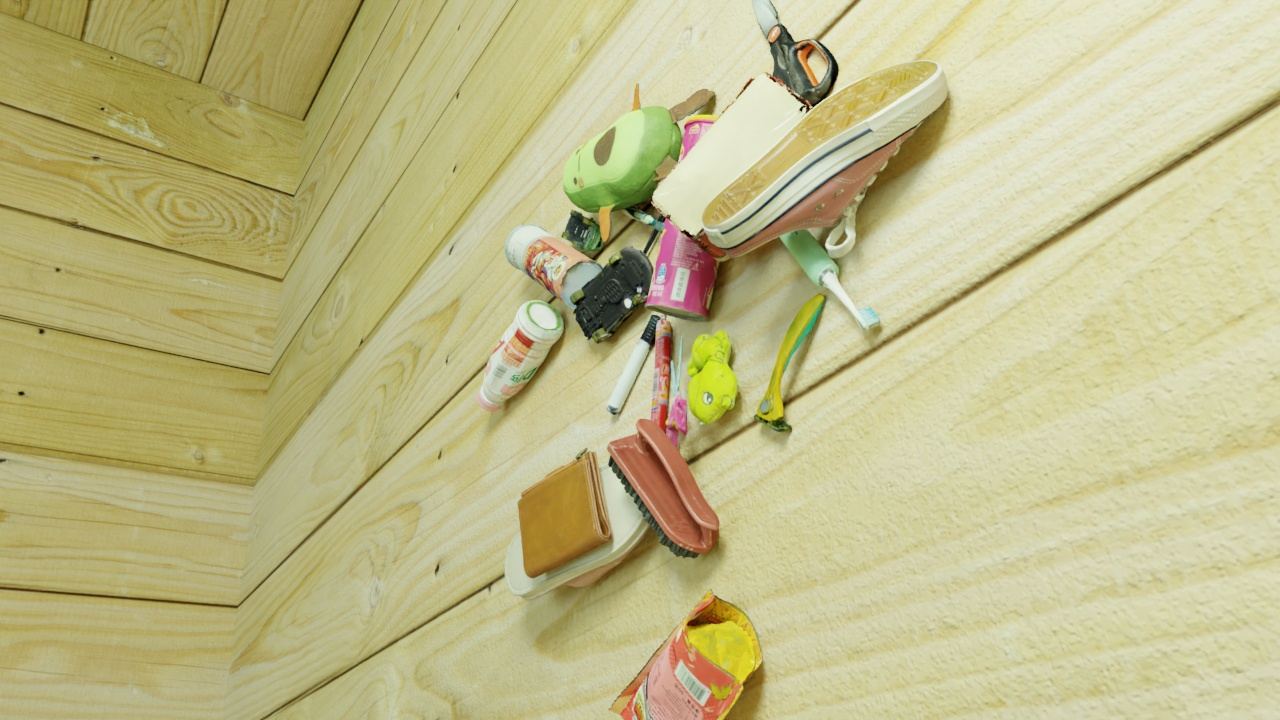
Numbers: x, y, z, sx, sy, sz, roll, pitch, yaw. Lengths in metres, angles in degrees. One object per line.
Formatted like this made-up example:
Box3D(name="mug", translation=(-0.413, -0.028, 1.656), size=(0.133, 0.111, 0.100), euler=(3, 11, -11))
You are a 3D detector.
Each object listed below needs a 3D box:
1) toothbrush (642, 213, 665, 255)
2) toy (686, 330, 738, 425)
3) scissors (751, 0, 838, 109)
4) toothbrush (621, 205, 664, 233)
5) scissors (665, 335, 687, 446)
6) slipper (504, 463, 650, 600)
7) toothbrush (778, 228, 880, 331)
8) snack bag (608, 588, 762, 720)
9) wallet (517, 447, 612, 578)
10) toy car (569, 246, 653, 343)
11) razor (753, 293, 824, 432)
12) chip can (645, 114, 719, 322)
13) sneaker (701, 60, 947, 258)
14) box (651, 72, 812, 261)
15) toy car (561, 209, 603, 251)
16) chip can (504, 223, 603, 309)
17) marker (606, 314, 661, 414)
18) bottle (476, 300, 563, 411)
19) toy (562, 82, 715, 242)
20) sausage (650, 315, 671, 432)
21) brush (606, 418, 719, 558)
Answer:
Box3D(name="toothbrush", translation=(0.027, -0.169, 1.103), size=(0.018, 0.015, 0.181), euler=(48, 118, 47))
Box3D(name="toy", translation=(0.072, 0.019, 0.939), size=(0.097, 0.031, 0.100), euler=(-7, 68, 61))
Box3D(name="scissors", translation=(0.140, -0.330, 0.989), size=(0.137, 0.021, 0.235), euler=(-62, 34, 21))
Box3D(name="toothbrush", translation=(0.003, -0.174, 1.115), size=(0.016, 0.018, 0.191), euler=(-67, 23, 10))
Box3D(name="scissors", translation=(0.039, 0.039, 0.965), size=(0.125, 0.017, 0.133), euler=(159, 117, -83))
Box3D(name="slipper", translation=(-0.063, 0.198, 1.048), size=(0.275, 0.054, 0.114), euler=(-39, 49, 34))
Box3D(name="toothbrush", translation=(0.160, -0.096, 0.854), size=(0.027, 0.026, 0.224), euler=(-28, 43, 3))
Box3D(name="snack bag", translation=(0.032, 0.318, 0.850), size=(0.208, 0.073, 0.128), euler=(-62, 29, 29))
Box3D(name="wallet", translation=(-0.090, 0.165, 1.020), size=(0.131, 0.035, 0.119), euler=(-33, 53, 37))
Box3D(name="toy car", translation=(-0.031, -0.079, 1.119), size=(0.159, 0.042, 0.070), euler=(-39, 76, 44))
Box3D(name="razor", translation=(0.140, -0.001, 0.848), size=(0.043, 0.028, 0.132), euler=(31, 102, 61))
Box3D(name="chip can", translation=(0.060, -0.151, 0.991), size=(0.071, 0.071, 0.210), euler=(8, 84, 58))
Box3D(name="sneaker", translation=(0.170, -0.164, 0.811), size=(0.241, 0.088, 0.118), euler=(-37, 31, 12))
Box3D(name="box", translation=(0.093, -0.190, 0.888), size=(0.168, 0.079, 0.091), euler=(-48, 54, 11))
Box3D(name="toy car", translation=(-0.078, -0.175, 1.248), size=(0.091, 0.036, 0.043), euler=(40, 112, 55))
Box3D(name="chip can", translation=(-0.118, -0.131, 1.262), size=(0.215, 0.071, 0.071), euler=(36, 108, 56))
Box3D(name="marker", translation=(-0.006, 0.006, 1.079), size=(0.022, 0.018, 0.131), euler=(42, 112, 45))
Box3D(name="bottle", translation=(-0.178, 0.000, 1.308), size=(0.197, 0.068, 0.068), euler=(-53, 38, 38))
Box3D(name="toy", translation=(-0.016, -0.248, 1.133), size=(0.247, 0.090, 0.226), euler=(-14, 55, 51))
Box3D(name="sausage", translation=(0.023, 0.021, 1.024), size=(0.020, 0.020, 0.155), euler=(-20, 61, 53))
Box3D(name="brush", translation=(0.028, 0.128, 0.909), size=(0.145, 0.063, 0.069), euler=(54, 140, 30))
